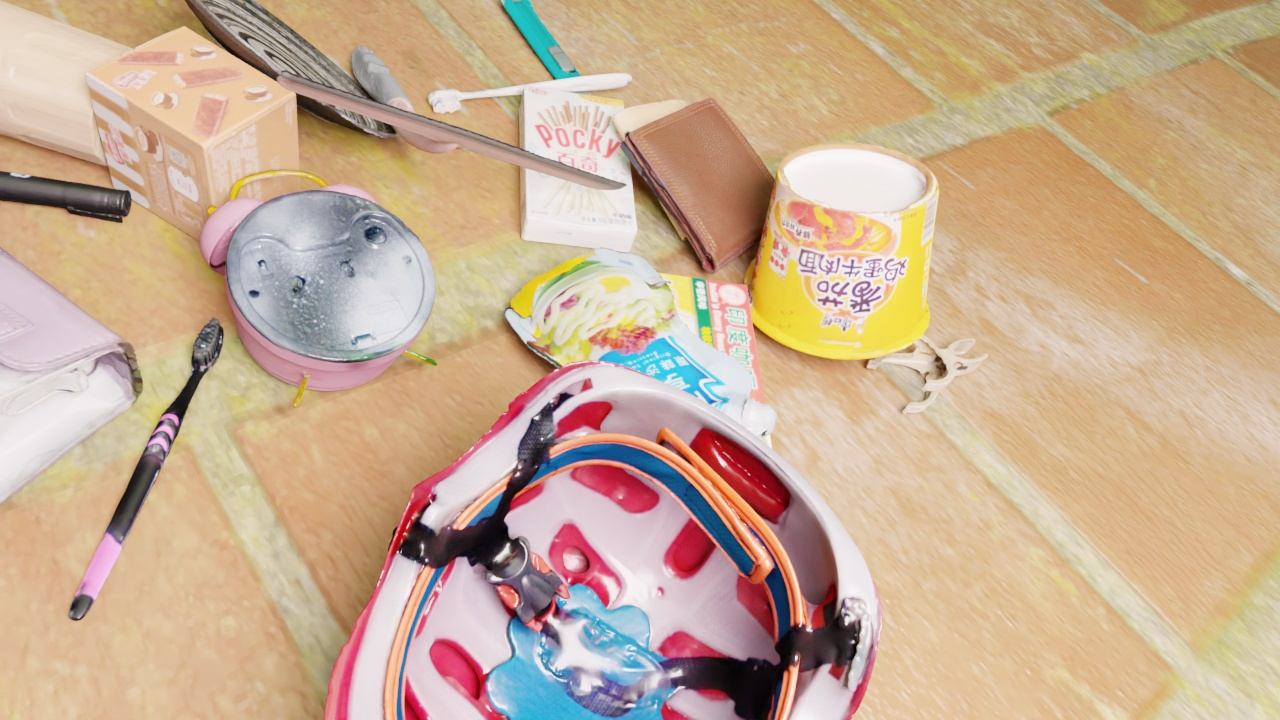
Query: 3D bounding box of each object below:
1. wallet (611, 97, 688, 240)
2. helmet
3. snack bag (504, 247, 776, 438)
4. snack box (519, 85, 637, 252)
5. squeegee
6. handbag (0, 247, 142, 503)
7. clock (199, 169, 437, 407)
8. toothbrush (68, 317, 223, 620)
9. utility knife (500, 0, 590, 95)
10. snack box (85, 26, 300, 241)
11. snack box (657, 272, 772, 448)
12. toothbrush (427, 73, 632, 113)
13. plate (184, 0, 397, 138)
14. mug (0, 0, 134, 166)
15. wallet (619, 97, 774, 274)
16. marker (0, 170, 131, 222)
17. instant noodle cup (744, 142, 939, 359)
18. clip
[{"bbox_3d":[0.036,-0.158,0.745,0.087,0.024,0.115,-25,80,-36],"label":"wallet"},{"bbox_3d":[-0.021,0.139,0.422,0.207,0.144,0.239,36,64,12],"label":"helmet"},{"bbox_3d":[-0.003,0.003,0.577,0.110,0.039,0.191,-21,50,-21],"label":"snack bag"},{"bbox_3d":[-0.052,-0.153,0.724,0.084,0.027,0.156,5,53,-14],"label":"snack box"},{"bbox_3d":[-0.172,-0.186,0.674,0.247,0.040,0.249,10,23,-39],"label":"squeegee"},{"bbox_3d":[-0.381,-0.014,0.459,0.197,0.099,0.144,33,44,9],"label":"handbag"},{"bbox_3d":[-0.196,-0.054,0.556,0.117,0.060,0.158,-19,73,-34],"label":"clock"},{"bbox_3d":[-0.262,0.049,0.495,0.014,0.018,0.188,14,50,-10],"label":"toothbrush"},{"bbox_3d":[-0.074,-0.269,0.821,0.029,0.013,0.216,-21,65,-27],"label":"utility knife"},{"bbox_3d":[-0.283,-0.142,0.593,0.094,0.093,0.076,31,50,8],"label":"snack box"},{"bbox_3d":[0.041,0.008,0.624,0.077,0.027,0.155,7,50,-12],"label":"snack box"},{"bbox_3d":[-0.088,-0.226,0.773,0.179,0.016,0.016,-13,66,-21],"label":"toothbrush"},{"bbox_3d":[-0.254,-0.212,0.653,0.179,0.024,0.179,41,11,-10],"label":"plate"},{"bbox_3d":[-0.386,-0.188,0.616,0.103,0.084,0.124,18,22,-6],"label":"mug"},{"bbox_3d":[0.052,-0.138,0.712,0.101,0.032,0.124,-34,88,-36],"label":"wallet"},{"bbox_3d":[-0.395,-0.108,0.579,0.132,0.020,0.022,7,80,-14],"label":"marker"},{"bbox_3d":[0.145,-0.084,0.655,0.138,0.110,0.137,0,38,0],"label":"instant noodle cup"},{"bbox_3d":[0.211,-0.005,0.687,0.092,0.035,0.102,38,46,12],"label":"clip"}]
